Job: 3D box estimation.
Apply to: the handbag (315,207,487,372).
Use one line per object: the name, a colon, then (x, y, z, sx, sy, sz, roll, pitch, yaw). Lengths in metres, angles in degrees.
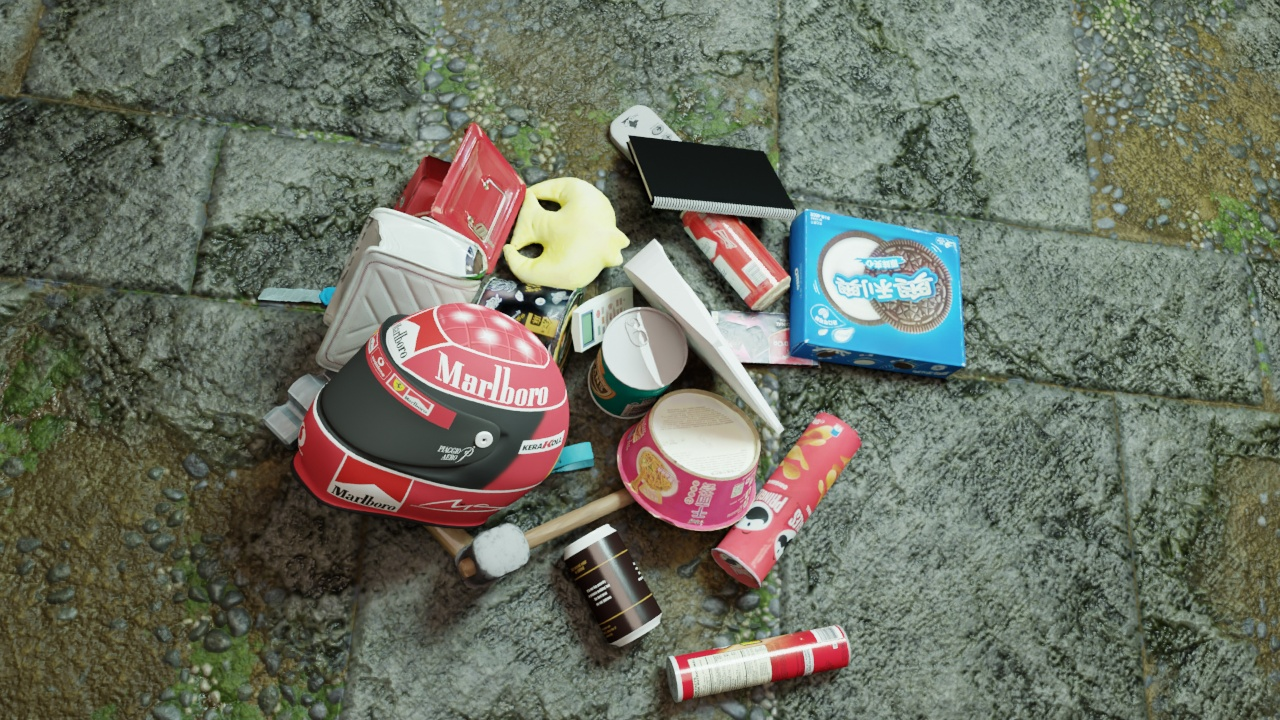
handbag: (-0.275, -0.067, 1.056, 0.142, 0.199, 0.096, 18, 38, -27)

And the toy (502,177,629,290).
toy: (-0.093, -0.159, 1.199, 0.155, 0.065, 0.170, 17, 71, 2)

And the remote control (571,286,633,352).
remote control: (-0.049, -0.055, 1.148, 0.024, 0.143, 0.050, 7, 110, 26)

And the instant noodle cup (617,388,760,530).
instant noodle cup: (0.067, 0.108, 1.097, 0.178, 0.078, 0.178, 11, 43, -11)

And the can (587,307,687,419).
can: (-0.007, 0.007, 1.120, 0.099, 0.144, 0.099, 3, 72, -9)

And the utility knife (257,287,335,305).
utility knife: (-0.362, -0.077, 1.153, 0.225, 0.015, 0.031, 1, 68, -8)

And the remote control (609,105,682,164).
remote control: (0.025, -0.291, 1.284, 0.074, 0.019, 0.151, -41, 84, -19)

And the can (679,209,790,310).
can: (0.127, -0.147, 1.232, 0.067, 0.067, 0.170, -37, 83, -18)

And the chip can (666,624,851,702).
chip can: (0.141, 0.358, 1.088, 0.214, 0.052, 0.051, -7, 74, -12)

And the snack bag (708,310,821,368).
snack bag: (0.165, -0.029, 1.230, 0.155, 0.018, 0.074, 2, 72, -11)

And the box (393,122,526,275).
box: (-0.241, -0.180, 1.154, 0.147, 0.156, 0.157, 47, 48, -38)

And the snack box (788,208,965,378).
snack box: (0.319, -0.089, 1.246, 0.238, 0.056, 0.195, 8, 71, -13)

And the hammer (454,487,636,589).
hammer: (-0.062, 0.180, 1.082, 0.327, 0.098, 0.052, -20, 78, -30)

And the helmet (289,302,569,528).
helmet: (-0.205, 0.049, 0.981, 0.270, 0.225, 0.197, 15, 26, -32)

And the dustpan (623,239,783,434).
dustpan: (0.076, -0.048, 1.105, 0.053, 0.191, 0.257, -42, 45, -1)

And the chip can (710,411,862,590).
chip can: (0.185, 0.170, 1.143, 0.073, 0.073, 0.232, 40, 70, 4)

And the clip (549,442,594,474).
clip: (-0.110, 0.129, 1.128, 0.130, 0.121, 0.031, -18, 80, 15)

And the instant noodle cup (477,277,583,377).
instant noodle cup: (-0.142, -0.036, 1.123, 0.112, 0.137, 0.137, 16, 71, 5)

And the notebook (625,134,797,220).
notebook: (0.095, -0.246, 1.233, 0.206, 0.016, 0.148, 2, 45, -20)

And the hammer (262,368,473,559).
hammer: (-0.291, 0.140, 1.082, 0.323, 0.051, 0.117, 44, 68, 2)

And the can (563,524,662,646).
can: (-0.033, 0.263, 1.075, 0.071, 0.072, 0.128, -27, 79, -17)
